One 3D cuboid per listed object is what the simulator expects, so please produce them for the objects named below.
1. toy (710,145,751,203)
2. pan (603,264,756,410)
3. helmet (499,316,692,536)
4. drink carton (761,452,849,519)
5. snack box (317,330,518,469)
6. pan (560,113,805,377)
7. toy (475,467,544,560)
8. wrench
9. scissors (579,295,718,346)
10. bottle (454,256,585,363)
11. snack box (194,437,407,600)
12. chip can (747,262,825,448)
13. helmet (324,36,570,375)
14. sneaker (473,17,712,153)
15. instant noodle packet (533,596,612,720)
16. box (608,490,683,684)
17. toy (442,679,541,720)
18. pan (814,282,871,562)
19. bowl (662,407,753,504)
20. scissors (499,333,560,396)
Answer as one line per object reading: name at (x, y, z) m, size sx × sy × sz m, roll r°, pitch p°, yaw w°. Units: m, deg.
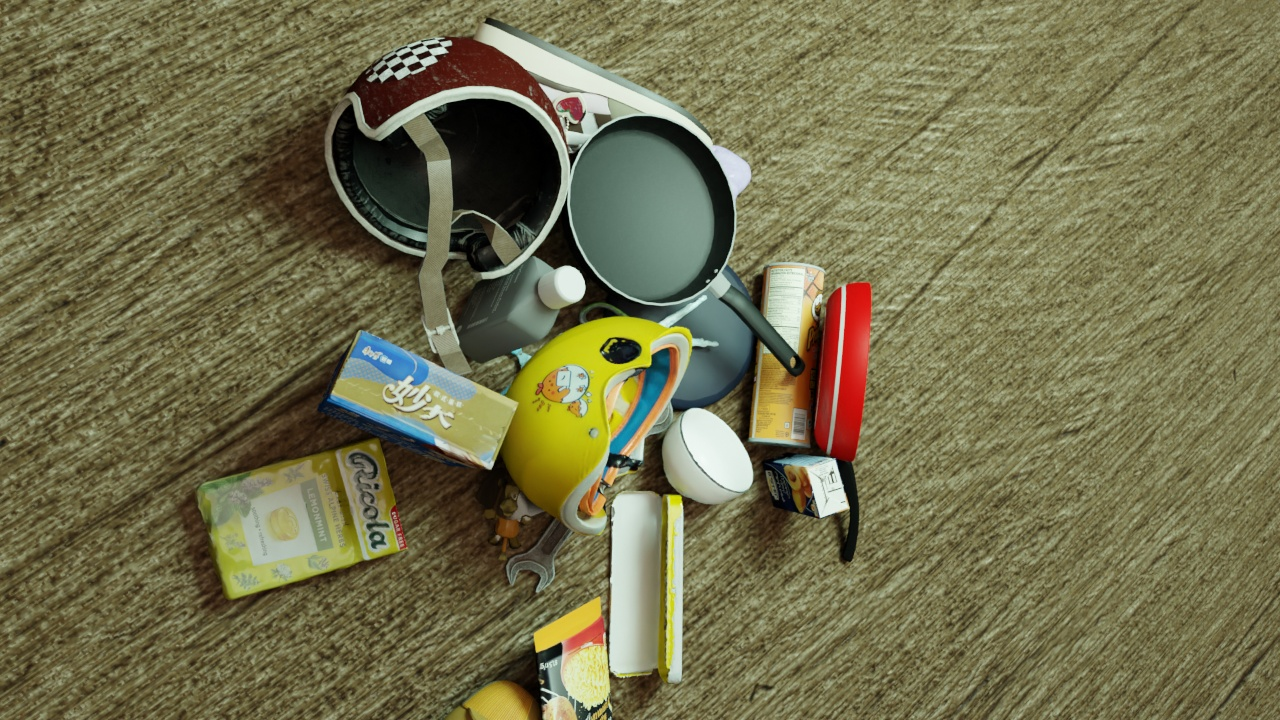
toy at (0.090, -0.214, 1.117) m, size 0.080 × 0.036 × 0.099 m, roll 33°, pitch 70°, yaw -5°
pan at (-0.006, 0.006, 1.070) m, size 0.355 × 0.021 × 0.199 m, roll -39°, pitch 99°, yaw -19°
helmet at (-0.059, 0.044, 0.946) m, size 0.140 × 0.209 × 0.239 m, roll 24°, pitch 58°, yaw 13°
drink carton at (0.190, 0.145, 1.075) m, size 0.040 × 0.130 × 0.064 m, roll -15°, pitch 91°, yaw -16°
snack box at (-0.221, 0.045, 0.885) m, size 0.155 × 0.203 × 0.069 m, roll 27°, pitch 76°, yaw -17°
pan at (0.059, -0.107, 1.007) m, size 0.355 × 0.044 × 0.203 m, roll 46°, pitch 68°, yaw -18°
toy at (-0.141, 0.165, 0.984) m, size 0.076 × 0.062 × 0.100 m, roll 10°, pitch 87°, yaw -1°
wrench at (-0.056, 0.142, 1.033) m, size 0.070 × 0.010 × 0.273 m, roll 39°, pitch 78°, yaw -14°
scissors at (0.008, -0.035, 1.057) m, size 0.170 × 0.028 × 0.139 m, roll -32°, pitch 94°, yaw -20°
bottle at (-0.121, -0.057, 0.934) m, size 0.046 × 0.174 × 0.083 m, roll 35°, pitch 58°, yaw -29°
snack box at (-0.337, 0.156, 0.915) m, size 0.180 × 0.045 × 0.121 m, roll -13°, pitch 90°, yaw -22°
chip can at (0.177, -0.005, 1.111) m, size 0.075 × 0.075 × 0.215 m, roll 9°, pitch 83°, yaw -20°
helmet at (-0.182, -0.185, 0.897) m, size 0.234 × 0.253 × 0.233 m, roll -36°, pitch 130°, yaw -2°
sneaker at (-0.062, -0.268, 1.038) m, size 0.293 × 0.111 × 0.116 m, roll 21°, pitch 100°, yaw -20°
instant noodle packet at (-0.064, 0.376, 0.963) m, size 0.032 × 0.159 × 0.220 m, roll -6°, pitch 87°, yaw 21°
box at (0.015, 0.253, 1.026) m, size 0.079 × 0.080 × 0.209 m, roll 3°, pitch 85°, yaw -23°
toy at (-0.166, 0.418, 0.907) m, size 0.198 × 0.163 × 0.202 m, roll 34°, pitch 62°, yaw 0°
pan at (0.241, 0.082, 1.100) m, size 0.067 × 0.208 × 0.357 m, roll 5°, pitch 110°, yaw 10°
bowl at (0.069, 0.118, 1.053) m, size 0.113 × 0.063 × 0.113 m, roll 32°, pitch 33°, yaw -25°
scissors at (-0.143, 0.011, 1.016) m, size 0.135 × 0.015 × 0.135 m, roll 26°, pitch 76°, yaw -7°
